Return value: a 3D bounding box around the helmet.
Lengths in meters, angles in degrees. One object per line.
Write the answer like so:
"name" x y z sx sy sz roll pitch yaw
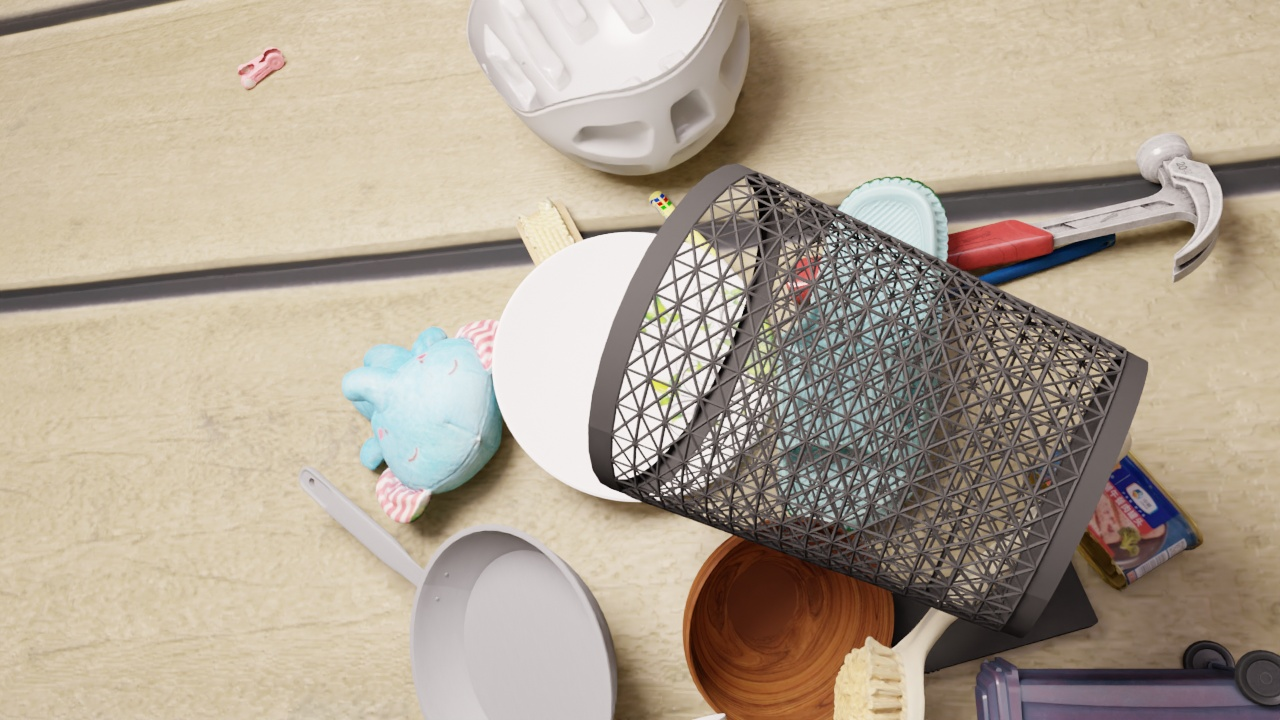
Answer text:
"helmet" -0.031 -0.289 0.810 0.224 0.184 0.282 -38 69 -8

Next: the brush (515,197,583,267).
"brush" -0.073 -0.097 0.824 0.049 0.039 0.117 -29 64 2

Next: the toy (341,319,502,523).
"toy" -0.195 0.032 0.772 0.181 0.114 0.183 25 87 34

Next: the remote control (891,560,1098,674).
"remote control" 0.236 0.173 0.632 0.133 0.013 0.058 -18 64 8

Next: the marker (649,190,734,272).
"marker" 0.050 -0.103 0.804 0.014 0.014 0.132 -38 63 -2

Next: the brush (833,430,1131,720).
"brush" 0.219 0.143 0.586 0.272 0.077 0.062 -51 25 0

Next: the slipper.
"slipper" 0.163 -0.009 0.674 0.116 0.069 0.276 8 83 23

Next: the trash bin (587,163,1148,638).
"trash bin" 0.131 0.028 0.533 0.243 0.217 0.216 24 76 22

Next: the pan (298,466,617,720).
"pan" -0.147 0.179 0.693 0.357 0.050 0.201 34 111 33

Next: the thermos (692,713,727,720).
"thermos" 0.048 0.334 0.539 0.131 0.131 0.221 -20 73 7

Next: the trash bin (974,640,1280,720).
"trash bin" 0.290 0.220 0.553 0.161 0.094 0.092 -4 76 13

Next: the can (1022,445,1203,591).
"can" 0.315 0.099 0.617 0.059 0.054 0.099 -34 62 2

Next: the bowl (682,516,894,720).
"bowl" 0.092 0.174 0.634 0.147 0.069 0.147 -1 95 -14

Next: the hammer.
"hammer" 0.270 -0.088 0.709 0.316 0.036 0.126 -12 47 16

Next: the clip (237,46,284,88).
"clip" -0.435 -0.336 1.045 0.044 0.023 0.060 38 88 25

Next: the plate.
"plate" -0.005 0.004 0.750 0.229 0.030 0.229 1 71 -3

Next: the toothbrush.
"toothbrush" 0.275 -0.067 0.721 0.190 0.016 0.017 -19 50 8
